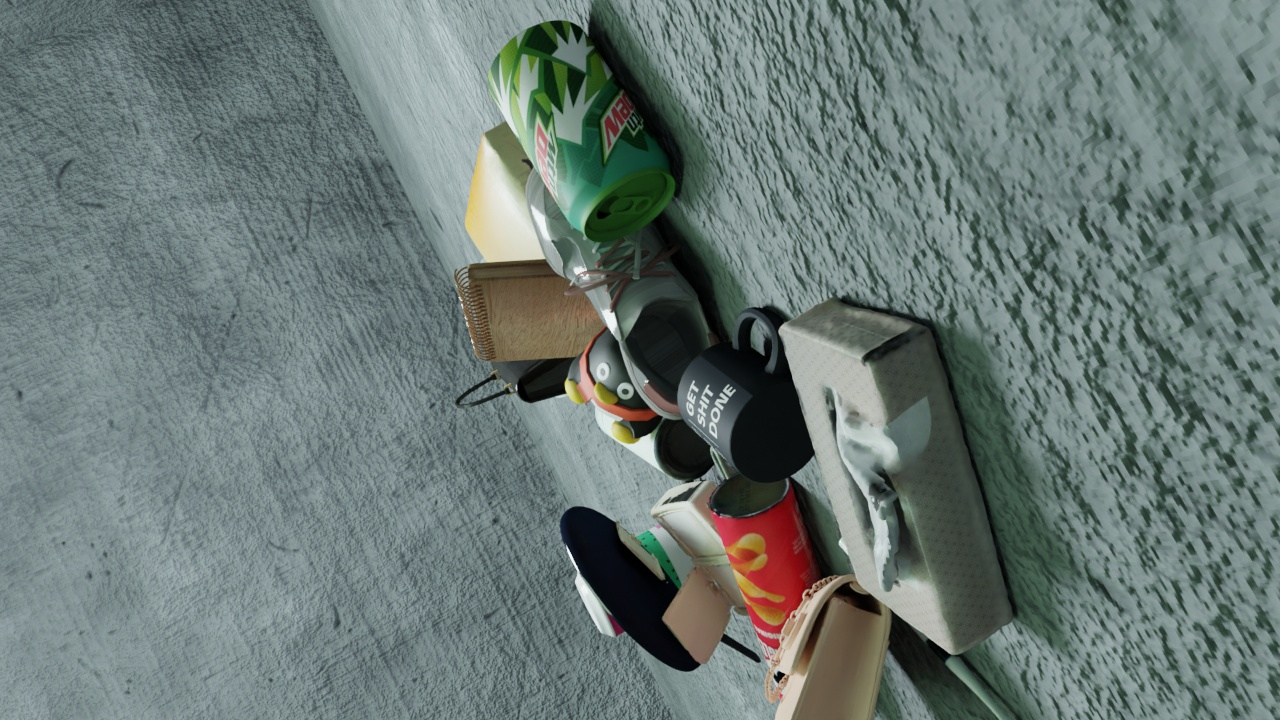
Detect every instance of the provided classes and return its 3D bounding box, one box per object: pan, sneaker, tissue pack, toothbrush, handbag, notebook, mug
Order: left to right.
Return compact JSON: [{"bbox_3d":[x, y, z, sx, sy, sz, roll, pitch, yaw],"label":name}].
[{"bbox_3d":[-0.129,0.009,1.084,0.072,0.195,0.176,67,167,-16],"label":"handbag"},{"bbox_3d":[-0.076,-0.044,0.847,0.211,0.169,0.022,104,160,-71],"label":"notebook"},{"bbox_3d":[-0.005,-0.059,0.695,0.236,0.099,0.089,57,169,-5],"label":"sneaker"},{"bbox_3d":[0.041,0.260,0.961,0.356,0.021,0.198,42,-171,-41],"label":"pan"},{"bbox_3d":[0.075,0.017,0.610,0.077,0.071,0.105,-138,51,-58],"label":"mug"},{"bbox_3d":[0.129,0.064,0.483,0.104,0.071,0.181,36,147,66],"label":"tissue pack"},{"bbox_3d":[0.186,0.228,0.637,0.187,0.116,0.199,18,165,11],"label":"handbag"},{"bbox_3d":[0.188,0.180,0.591,0.186,0.012,0.017,51,166,44],"label":"toothbrush"}]

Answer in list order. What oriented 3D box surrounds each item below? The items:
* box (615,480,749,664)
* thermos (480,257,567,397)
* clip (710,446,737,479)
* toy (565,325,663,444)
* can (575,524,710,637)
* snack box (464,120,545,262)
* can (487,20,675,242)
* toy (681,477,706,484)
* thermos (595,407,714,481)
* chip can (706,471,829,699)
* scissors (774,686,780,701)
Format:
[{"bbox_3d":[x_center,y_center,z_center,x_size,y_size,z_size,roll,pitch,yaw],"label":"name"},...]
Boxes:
[{"bbox_3d":[0.037,0.209,0.874,0.143,0.100,0.195,49,152,-4],"label":"box"},{"bbox_3d":[-0.136,-0.060,1.229,0.220,0.099,0.099,65,168,-26],"label":"thermos"},{"bbox_3d":[0.087,0.105,0.805,0.076,0.047,0.023,63,166,15],"label":"clip"},{"bbox_3d":[-0.005,0.005,0.817,0.097,0.099,0.119,41,157,8],"label":"toy"},{"bbox_3d":[0.012,0.248,1.073,0.088,0.165,0.088,58,167,22],"label":"can"},{"bbox_3d":[-0.100,-0.122,0.874,0.145,0.080,0.196,53,158,4],"label":"snack box"},{"bbox_3d":[-0.042,-0.163,0.653,0.144,0.083,0.083,59,167,18],"label":"can"},{"bbox_3d":[0.063,0.152,0.935,0.076,0.062,0.100,8,116,49],"label":"toy"},{"bbox_3d":[0.011,0.068,0.948,0.068,0.068,0.230,66,167,-13],"label":"thermos"},{"bbox_3d":[0.122,0.201,0.759,0.073,0.073,0.233,36,149,64],"label":"chip can"},{"bbox_3d":[0.188,0.390,1.013,0.158,0.014,0.173,58,163,26],"label":"scissors"}]
